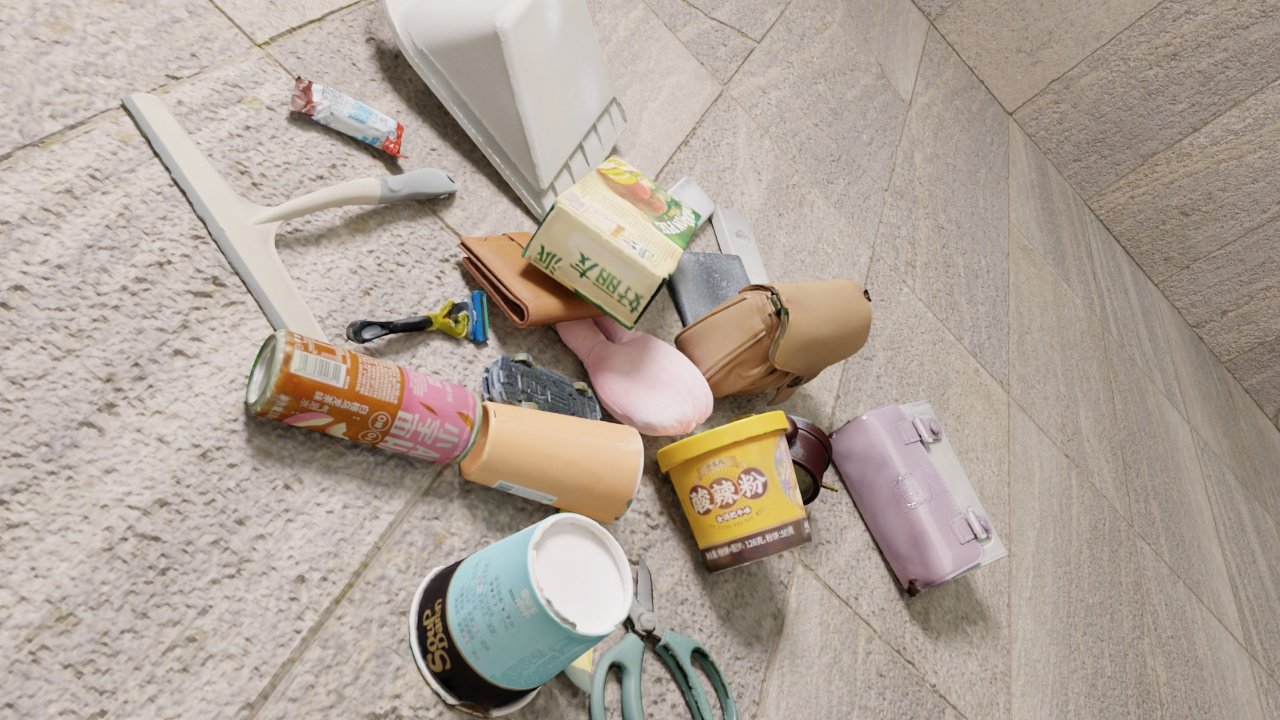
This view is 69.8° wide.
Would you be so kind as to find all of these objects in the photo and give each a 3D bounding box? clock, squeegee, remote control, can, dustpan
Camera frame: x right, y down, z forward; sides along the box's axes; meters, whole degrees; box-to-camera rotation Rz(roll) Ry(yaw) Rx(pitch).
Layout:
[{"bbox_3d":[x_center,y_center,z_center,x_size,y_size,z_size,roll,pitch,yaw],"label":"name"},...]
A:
[{"bbox_3d":[0.133,0.091,0.888,0.122,0.082,0.055,45,43,-20],"label":"clock"},{"bbox_3d":[-0.221,-0.128,0.725,0.246,0.039,0.245,55,37,3],"label":"squeegee"},{"bbox_3d":[0.122,-0.123,1.101,0.056,0.019,0.135,11,53,-41],"label":"remote control"},{"bbox_3d":[-0.184,0.027,0.621,0.147,0.058,0.057,21,47,-35],"label":"can"},{"bbox_3d":[-0.138,-0.296,0.913,0.222,0.143,0.258,-64,150,-42],"label":"dustpan"},{"bbox_3d":[0.045,-0.170,1.057,0.056,0.020,0.135,48,37,-7],"label":"remote control"}]

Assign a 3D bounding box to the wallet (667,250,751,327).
[{"bbox_3d":[0.082,-0.075,1.010,0.120,0.019,0.097,-3,65,-38],"label":"wallet"}]

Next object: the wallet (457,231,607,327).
[{"bbox_3d":[-0.084,-0.074,0.809,0.131,0.031,0.108,-11,51,-50],"label":"wallet"}]

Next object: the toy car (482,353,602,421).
[{"bbox_3d":[-0.078,0.035,0.749,0.120,0.037,0.054,26,43,-46],"label":"toy car"}]

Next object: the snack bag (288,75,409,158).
[{"bbox_3d":[-0.242,-0.204,0.774,0.105,0.026,0.045,22,47,-33],"label":"snack bag"}]

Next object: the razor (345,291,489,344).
[{"bbox_3d":[-0.171,-0.027,0.706,0.142,0.022,0.042,-14,100,-56],"label":"razor"}]

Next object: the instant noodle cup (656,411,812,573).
[{"bbox_3d":[0.086,0.116,0.796,0.118,0.119,0.114,-4,72,-48],"label":"instant noodle cup"}]

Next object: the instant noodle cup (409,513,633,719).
[{"bbox_3d":[-0.069,0.157,0.585,0.111,0.121,0.111,27,44,-30],"label":"instant noodle cup"}]

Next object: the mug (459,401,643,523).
[{"bbox_3d":[-0.069,0.074,0.693,0.122,0.078,0.078,16,49,-27],"label":"mug"}]

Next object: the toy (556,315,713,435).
[{"bbox_3d":[-0.005,0.005,0.835,0.159,0.054,0.121,48,35,14],"label":"toy"}]

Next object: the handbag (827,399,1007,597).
[{"bbox_3d":[0.306,0.149,1.019,0.144,0.099,0.197,-7,65,-43],"label":"handbag"}]

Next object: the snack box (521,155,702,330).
[{"bbox_3d":[-0.017,-0.118,0.850,0.114,0.063,0.239,34,23,-4],"label":"snack box"}]

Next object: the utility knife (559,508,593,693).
[{"bbox_3d":[-0.048,0.162,0.691,0.031,0.019,0.174,29,43,-32],"label":"utility knife"}]

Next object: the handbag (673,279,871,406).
[{"bbox_3d":[0.140,-0.018,0.928,0.204,0.148,0.099,-8,65,-45],"label":"handbag"}]

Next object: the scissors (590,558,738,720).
[{"bbox_3d":[0.003,0.236,0.685,0.176,0.019,0.174,-25,82,-52],"label":"scissors"}]
